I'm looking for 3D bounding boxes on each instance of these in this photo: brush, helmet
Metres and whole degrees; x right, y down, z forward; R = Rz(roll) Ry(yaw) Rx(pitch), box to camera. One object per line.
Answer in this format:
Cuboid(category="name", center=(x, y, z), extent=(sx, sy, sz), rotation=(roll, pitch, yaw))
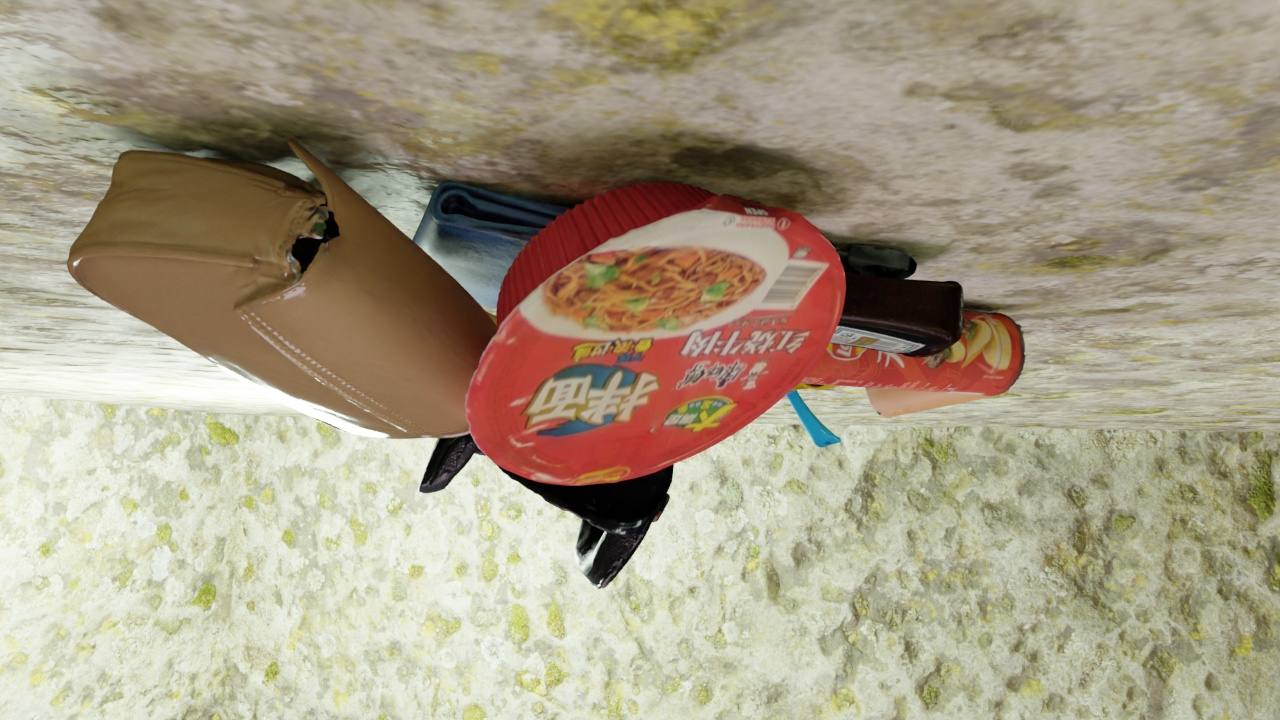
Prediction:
Cuboid(category="brush", center=(0.154, 0.042, 0.924), extent=(0.083, 0.045, 0.254), rotation=(-20, 146, 21))
Cuboid(category="helmet", center=(-0.077, 0.086, 0.935), extent=(0.233, 0.230, 0.275), rotation=(30, 169, -14))

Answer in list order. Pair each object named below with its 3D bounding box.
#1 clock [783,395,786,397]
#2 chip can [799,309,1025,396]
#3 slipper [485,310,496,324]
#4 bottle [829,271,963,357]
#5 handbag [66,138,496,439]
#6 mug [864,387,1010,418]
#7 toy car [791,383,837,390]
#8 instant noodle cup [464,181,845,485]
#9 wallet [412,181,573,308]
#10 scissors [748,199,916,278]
Cuboid(category="clock", center=(0.107, 0.012, 0.985), extent=(0.158, 0.059, 0.117), rotation=(1, 174, -16))
Cuboid(category="chip can", center=(0.189, -0.011, 0.702), extent=(0.216, 0.073, 0.073), rotation=(5, 173, -23))
Cuboid(category="slipper", center=(-0.123, 0.004, 0.702), extent=(0.191, 0.081, 0.091), rotation=(22, 167, 18))
Cuboid(category="bottle", center=(0.089, -0.034, 0.550), extent=(0.195, 0.044, 0.080), rotation=(6, 171, -8))
Cuboid(category="handbag", center=(-0.156, -0.030, 0.454), extent=(0.148, 0.099, 0.204), rotation=(5, 157, 26))
Cuboid(category="mug", center=(0.288, 0.011, 0.887), extent=(0.123, 0.078, 0.078), rotation=(-12, 166, 43))
Cuboid(category="toy car", center=(0.114, 0.000, 0.777), extent=(0.156, 0.041, 0.071), rotation=(8, -162, 21))
Cuboid(category="instant noodle cup", center=(0.002, -0.019, 0.452), extent=(0.193, 0.065, 0.194), rotation=(-16, 146, -12))
Cuboid(category="wallet", center=(-0.073, -0.058, 0.509), extent=(0.106, 0.040, 0.133), rotation=(10, 167, -19))
Cuboid(category="scissors", center=(0.107, -0.067, 0.516), extent=(0.137, 0.014, 0.174), rotation=(3, 171, 2))
